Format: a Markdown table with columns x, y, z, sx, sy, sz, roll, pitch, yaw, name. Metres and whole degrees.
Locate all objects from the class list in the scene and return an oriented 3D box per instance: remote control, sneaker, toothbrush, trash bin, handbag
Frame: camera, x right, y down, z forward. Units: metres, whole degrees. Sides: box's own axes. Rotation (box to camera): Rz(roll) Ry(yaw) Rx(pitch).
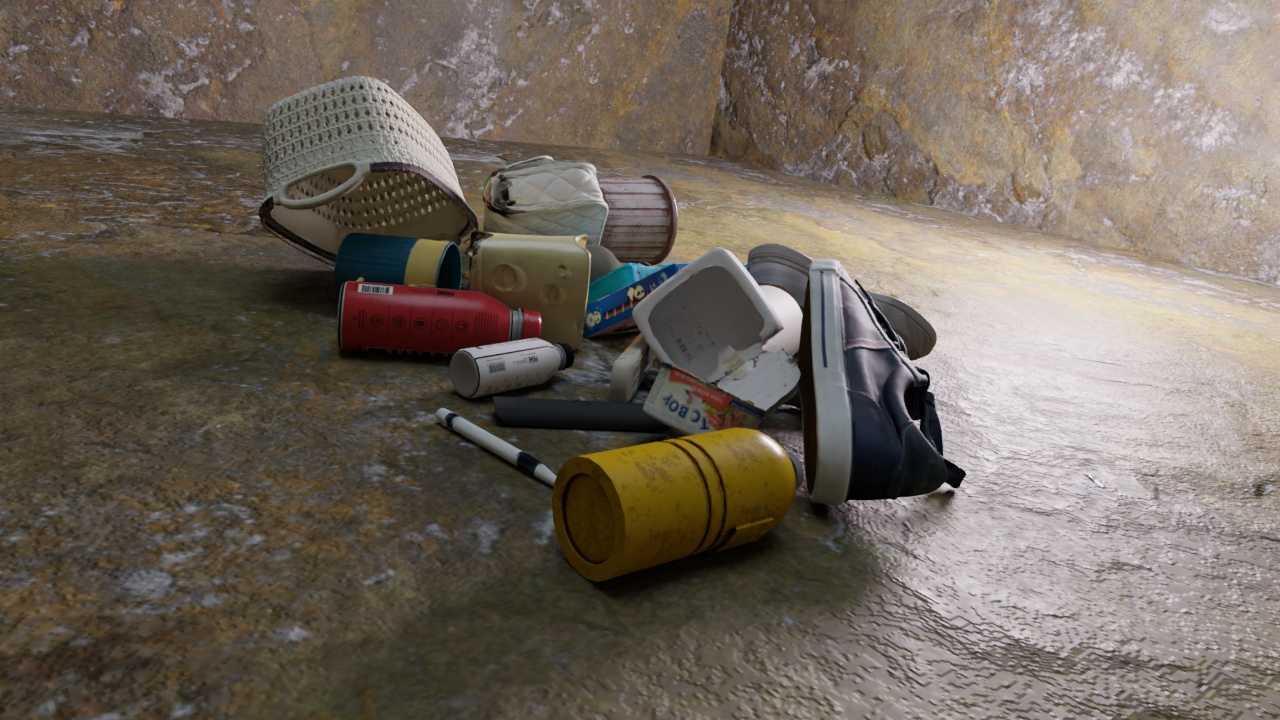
| x | y | z | sx | sy | sz | roll | pitch | yaw | name |
| --- | --- | --- | --- | --- | --- | --- | --- | --- | --- |
| -0.044 | 0.041 | 0.727 | 0.146 | 0.015 | 0.033 | 3 | 18 | -15 | remote control |
| 0.213 | -0.038 | 1.011 | 0.236 | 0.089 | 0.099 | 25 | -19 | -8 | sneaker |
| -0.082 | 0.065 | 0.632 | 0.187 | 0.017 | 0.012 | 22 | 2 | 38 | toothbrush |
| -0.055 | -0.197 | 1.295 | 0.210 | 0.131 | 0.131 | -6 | 22 | -33 | trash bin |
| -0.113 | -0.072 | 0.897 | 0.119 | 0.111 | 0.081 | 4 | 39 | -10 | handbag |
| -0.118 | -0.165 | 1.084 | 0.138 | 0.072 | 0.195 | -9 | -17 | -13 | handbag |
| -0.005 | 0.005 | 0.822 | 0.018 | 0.038 | 0.125 | 9 | 17 | 9 | remote control |
| 0.189 | 0.011 | 0.730 | 0.127 | 0.121 | 0.293 | 2 | 32 | 4 | sneaker |

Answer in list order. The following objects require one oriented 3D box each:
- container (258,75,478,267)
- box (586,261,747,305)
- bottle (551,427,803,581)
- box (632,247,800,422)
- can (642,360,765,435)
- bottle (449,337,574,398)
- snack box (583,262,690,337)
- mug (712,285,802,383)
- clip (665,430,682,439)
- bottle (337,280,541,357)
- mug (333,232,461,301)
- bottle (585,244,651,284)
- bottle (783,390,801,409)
| x | y | z | sx | sy | sz | roll | pitch | yaw | name |
| --- | --- | --- | --- | --- | --- | --- | --- | --- | --- |
| -0.292 | -0.192 | 0.990 | 0.185 | 0.143 | 0.251 | -15 | -12 | 8 | container |
| 0.047 | -0.085 | 1.063 | 0.226 | 0.039 | 0.094 | -4 | -13 | -37 | box |
| 0.034 | 0.081 | 0.551 | 0.163 | 0.071 | 0.071 | -6 | 22 | -39 | bottle |
| 0.074 | -0.008 | 0.793 | 0.189 | 0.111 | 0.101 | 59 | 14 | 26 | box |
| 0.047 | 0.037 | 0.689 | 0.086 | 0.043 | 0.086 | 25 | 0 | 0 | can |
| -0.104 | 0.003 | 0.779 | 0.041 | 0.041 | 0.115 | 22 | 22 | 38 | bottle |
| 0.019 | -0.062 | 0.930 | 0.087 | 0.033 | 0.155 | -9 | -9 | -43 | snack box |
| 0.102 | -0.026 | 0.898 | 0.083 | 0.083 | 0.106 | 18 | 21 | 29 | mug |
| 0.034 | 0.070 | 0.658 | 0.013 | 0.033 | 0.051 | -7 | 23 | -38 | clip |
| -0.179 | -0.034 | 0.828 | 0.176 | 0.062 | 0.062 | 4 | 18 | -13 | bottle |
| -0.245 | -0.079 | 0.911 | 0.107 | 0.083 | 0.113 | 9 | 23 | 3 | mug |
| -0.079 | -0.100 | 1.068 | 0.206 | 0.071 | 0.071 | -3 | 21 | -32 | bottle |
| 0.159 | 0.028 | 0.827 | 0.110 | 0.036 | 0.036 | 7 | 17 | -5 | bottle |
